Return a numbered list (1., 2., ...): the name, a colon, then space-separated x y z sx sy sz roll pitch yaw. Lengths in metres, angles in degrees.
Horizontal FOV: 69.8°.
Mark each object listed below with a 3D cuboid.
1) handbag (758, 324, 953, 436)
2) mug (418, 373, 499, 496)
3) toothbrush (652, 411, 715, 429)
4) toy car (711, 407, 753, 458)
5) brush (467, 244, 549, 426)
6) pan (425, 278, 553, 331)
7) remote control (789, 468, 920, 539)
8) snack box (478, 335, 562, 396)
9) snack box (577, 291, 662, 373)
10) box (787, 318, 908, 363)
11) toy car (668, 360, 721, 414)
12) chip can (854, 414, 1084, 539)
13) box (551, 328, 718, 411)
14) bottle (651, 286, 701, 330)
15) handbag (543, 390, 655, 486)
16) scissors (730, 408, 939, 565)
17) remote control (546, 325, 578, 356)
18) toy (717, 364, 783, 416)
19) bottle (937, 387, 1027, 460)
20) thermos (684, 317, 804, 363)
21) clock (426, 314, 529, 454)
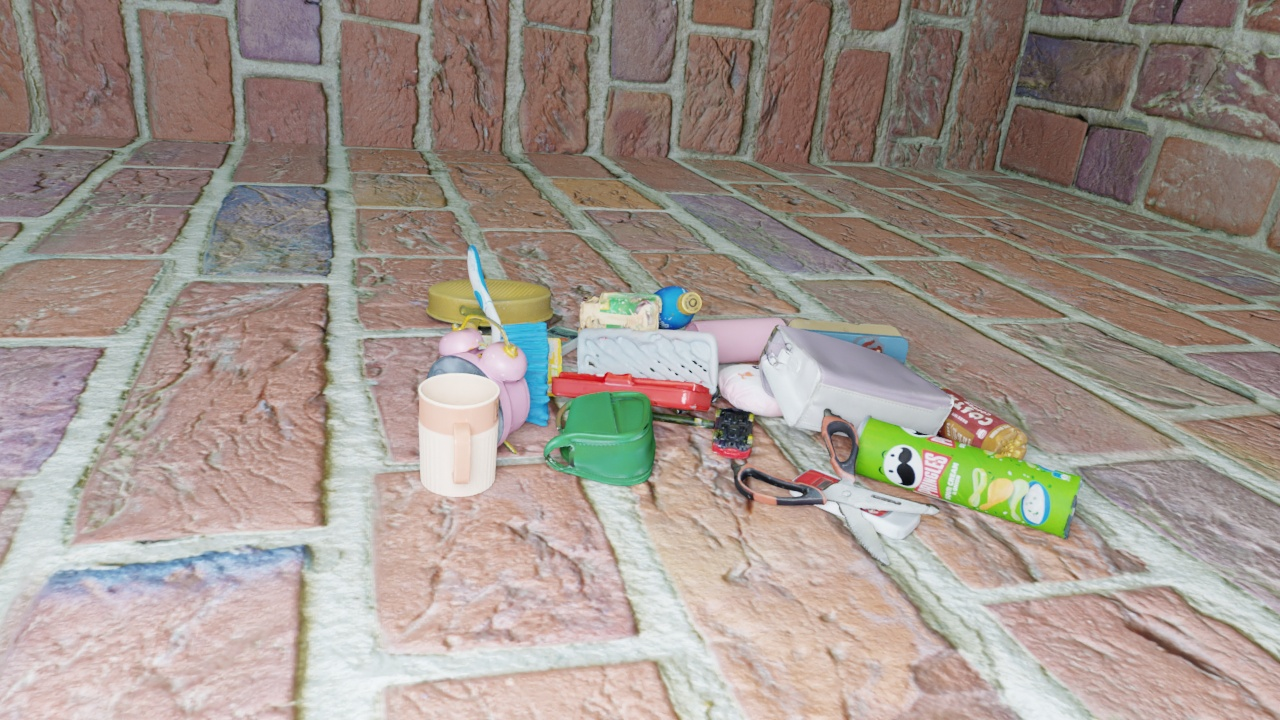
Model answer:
1. handbag: 0.260 0.035 1.141 0.197 0.099 0.144 13 28 -21
2. mug: -0.186 0.083 0.943 0.081 0.106 0.114 -1 22 -15
3. toothbrush: 0.001 0.070 1.152 0.186 0.012 0.017 8 27 6
4. toy car: 0.112 0.086 1.106 0.049 0.031 0.106 8 24 5
5. brush: -0.174 -0.045 1.192 0.109 0.061 0.313 -1 48 -7
6. pan: -0.244 -0.055 1.369 0.198 0.078 0.356 4 15 4
7. remote control: 0.229 0.152 0.984 0.136 0.020 0.055 20 25 34
8. snack box: -0.174 0.006 1.210 0.140 0.034 0.086 0 41 -8
9. snack box: -0.032 -0.046 1.317 0.117 0.118 0.105 3 12 -6
10. box: 0.284 -0.009 1.316 0.184 0.090 0.061 1 23 -4
11. toy car: 0.064 0.032 1.208 0.070 0.042 0.158 -20 23 2
12. chip can: 0.354 0.126 1.010 0.236 0.072 0.072 16 24 25
13. box: -0.006 0.005 1.139 0.202 0.101 0.095 4 -4 28
14. bottle: 0.038 -0.075 1.352 0.065 0.065 0.219 -1 -2 -16
15. handbag: -0.043 0.086 1.036 0.120 0.068 0.131 -1 22 4
16. scissors: 0.200 0.134 0.972 0.189 0.015 0.222 -15 41 1
17. remote control: -0.134 -0.021 1.339 0.056 0.019 0.134 15 23 22
18. toy: 0.180 0.040 1.220 0.159 0.054 0.121 4 22 -25
19. bottle: 0.405 0.078 1.162 0.057 0.057 0.175 -5 23 -24
20. thermos: 0.162 -0.030 1.380 0.198 0.067 0.087 -4 -5 -22
21. clock: -0.179 0.025 1.023 0.117 0.159 0.059 19 28 29
